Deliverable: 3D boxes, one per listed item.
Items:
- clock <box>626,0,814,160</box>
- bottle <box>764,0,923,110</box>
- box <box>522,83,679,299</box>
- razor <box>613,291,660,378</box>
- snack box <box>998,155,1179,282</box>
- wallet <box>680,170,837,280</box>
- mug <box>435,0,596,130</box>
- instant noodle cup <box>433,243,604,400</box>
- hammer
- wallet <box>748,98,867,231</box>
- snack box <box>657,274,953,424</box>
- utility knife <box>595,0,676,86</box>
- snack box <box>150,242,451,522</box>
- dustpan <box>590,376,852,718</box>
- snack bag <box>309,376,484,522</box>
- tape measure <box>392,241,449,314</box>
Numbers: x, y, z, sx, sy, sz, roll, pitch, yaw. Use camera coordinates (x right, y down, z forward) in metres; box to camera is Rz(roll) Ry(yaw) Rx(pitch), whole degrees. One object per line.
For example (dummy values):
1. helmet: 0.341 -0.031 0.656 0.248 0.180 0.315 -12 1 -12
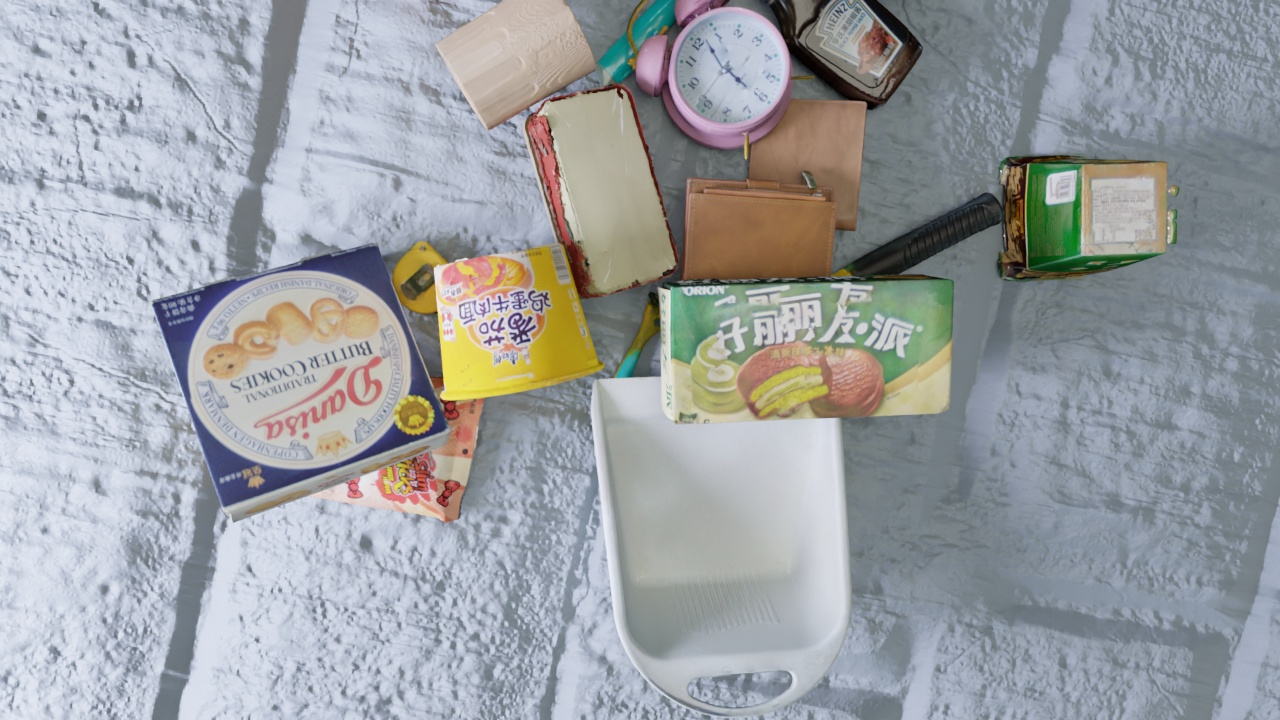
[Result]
1. clock: 0.061 -0.257 0.791 0.158 0.060 0.117 39 94 1
2. bottle: 0.154 -0.307 0.808 0.195 0.044 0.080 36 89 -9
3. box: -0.033 -0.141 0.778 0.091 0.081 0.168 -18 96 -19
4. razor: -0.005 0.005 0.827 0.043 0.028 0.132 26 89 -38
5. snack box: 0.399 -0.132 0.819 0.117 0.105 0.118 -3 94 -5
6. wallet: 0.102 -0.108 0.792 0.130 0.035 0.119 3 96 -7
7. mug: -0.109 -0.259 0.758 0.103 0.124 0.084 -32 136 -2
8. instant noodle cup: -0.107 -0.034 0.759 0.138 0.138 0.110 -12 96 -5
9. hammer: 0.193 -0.075 0.840 0.300 0.033 0.129 -27 98 -3
10. wallet: 0.148 -0.176 0.822 0.101 0.020 0.115 6 91 10
11. snack box: 0.137 -0.012 0.769 0.240 0.063 0.114 -2 99 -6
12. utility knife: 0.012 -0.297 0.814 0.029 0.013 0.151 44 87 -10
13. snack box: -0.269 0.012 0.742 0.177 0.046 0.182 -20 78 -24
14. dustpan: 0.077 0.154 0.782 0.222 0.142 0.258 -3 107 -6
15. snack bag: -0.248 0.066 0.797 0.207 0.073 0.128 10 93 -14
16. tape measure: -0.188 -0.069 0.802 0.060 0.029 0.057 45 90 -7
